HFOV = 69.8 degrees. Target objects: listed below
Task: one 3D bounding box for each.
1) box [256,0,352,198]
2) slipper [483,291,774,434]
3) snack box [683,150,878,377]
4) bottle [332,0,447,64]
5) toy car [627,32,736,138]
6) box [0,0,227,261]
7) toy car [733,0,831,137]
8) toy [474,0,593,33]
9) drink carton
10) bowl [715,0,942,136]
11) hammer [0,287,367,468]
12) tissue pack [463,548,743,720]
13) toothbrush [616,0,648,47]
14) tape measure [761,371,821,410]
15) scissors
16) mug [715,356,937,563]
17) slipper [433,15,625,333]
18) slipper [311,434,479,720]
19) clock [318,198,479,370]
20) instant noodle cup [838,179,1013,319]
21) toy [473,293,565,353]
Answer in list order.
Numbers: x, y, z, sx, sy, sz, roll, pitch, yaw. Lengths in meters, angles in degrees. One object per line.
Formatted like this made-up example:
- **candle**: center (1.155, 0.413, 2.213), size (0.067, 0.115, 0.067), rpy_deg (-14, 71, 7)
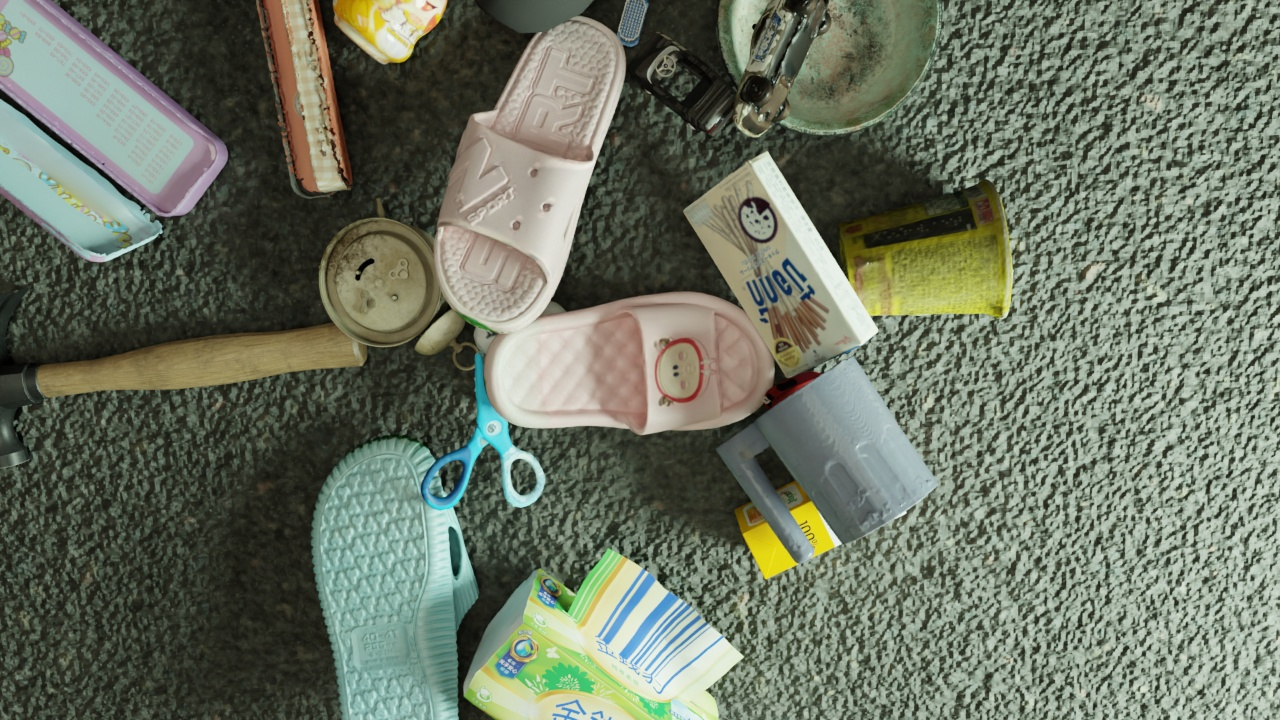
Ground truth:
- **box**: center (-0.246, -0.211, 0.658), size (0.077, 0.054, 0.187), rpy_deg (-3, 99, 33)
- **slipper**: center (-0.004, 0.004, 0.675), size (0.221, 0.056, 0.107), rpy_deg (-3, 97, -16)
- **snack box**: center (0.099, -0.066, 0.662), size (0.026, 0.082, 0.150), rpy_deg (-34, 93, -38)
- **bottle**: center (-0.164, -0.264, 0.645), size (0.063, 0.063, 0.109), rpy_deg (42, 96, -6)
- **toy car**: center (0.030, -0.198, 0.653), size (0.040, 0.037, 0.092), rpy_deg (-48, 63, 8)
- **box**: center (-0.426, -0.173, 0.661), size (0.214, 0.062, 0.139), rpy_deg (40, 63, -6)
- **toy car**: center (0.091, -0.208, 0.621), size (0.040, 0.048, 0.113), rpy_deg (30, 100, 28)
- **toy**: center (-0.038, -0.302, 0.616), size (0.140, 0.159, 0.184), rpy_deg (25, 113, -40)
- **drink carton**: center (0.139, 0.115, 0.706), size (0.122, 0.058, 0.040), rpy_deg (-26, 98, 4)
- **bowl**: center (0.132, -0.240, 0.658), size (0.157, 0.038, 0.157), rpy_deg (0, 99, 0)
- **hammer**: center (-0.366, -0.001, 0.704), size (0.305, 0.040, 0.132), rpy_deg (-7, 102, 1)
- **tissue pack**: center (-0.014, 0.235, 0.704), size (0.197, 0.120, 0.141), rpy_deg (37, 99, -12)
- **toothbrush**: center (0.012, -0.310, 0.660), size (0.016, 0.014, 0.167), rpy_deg (16, 98, -2)
- **tape measure**: center (0.128, 0.033, 0.702), size (0.051, 0.019, 0.059), rpy_deg (-45, 119, 0)
- **scissors**: center (-0.121, 0.056, 0.679), size (0.113, 0.013, 0.141), rpy_deg (-15, 116, -21)
- **mug**: center (0.128, 0.073, 0.644), size (0.124, 0.083, 0.104), rpy_deg (-38, 80, 26)
- **slipper**: center (-0.078, -0.138, 0.634), size (0.094, 0.064, 0.239), rpy_deg (20, 81, 3)
- **slipper**: center (-0.189, 0.197, 0.717), size (0.116, 0.069, 0.276), rpy_deg (-8, 85, 5)
- **clock**: center (-0.171, -0.046, 0.684), size (0.141, 0.054, 0.093), rpy_deg (45, 102, 0)
- **instant noodle cup**: center (0.202, -0.072, 0.662), size (0.108, 0.102, 0.102), rpy_deg (-7, 99, 10)
- **toy**: center (-0.088, -0.017, 0.697), size (0.076, 0.037, 0.125), rpy_deg (-2, 104, -3)
